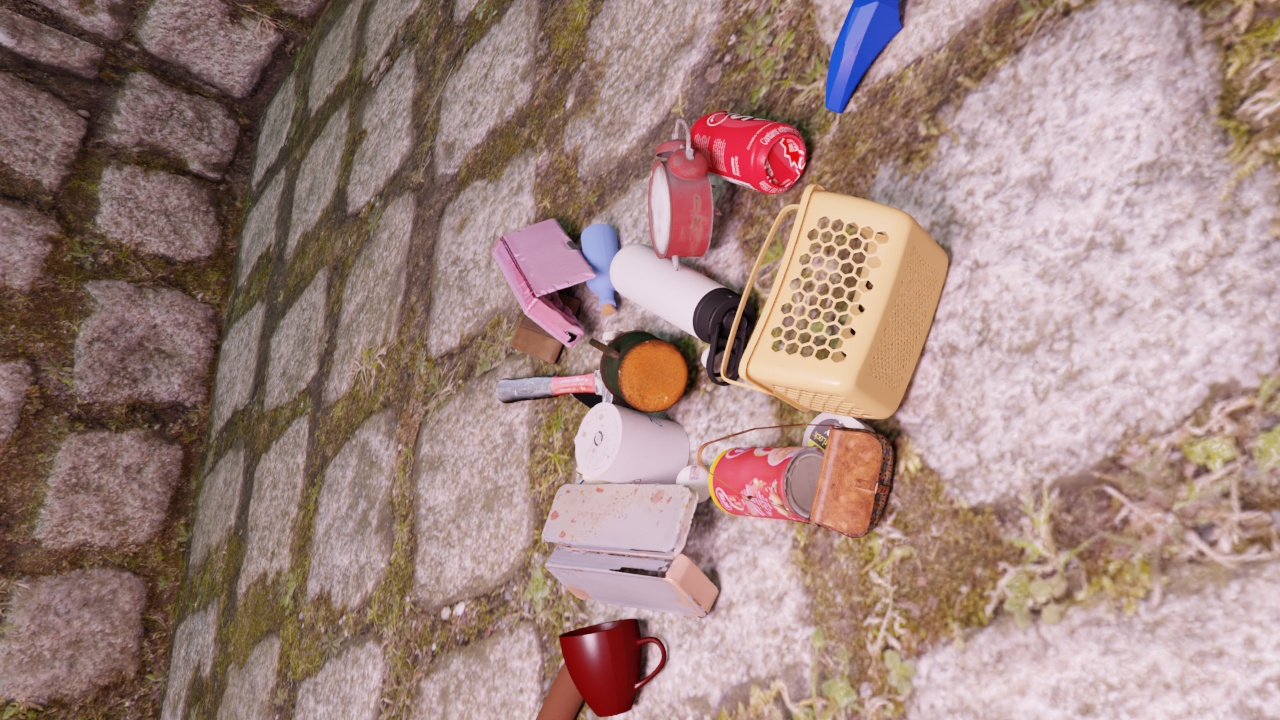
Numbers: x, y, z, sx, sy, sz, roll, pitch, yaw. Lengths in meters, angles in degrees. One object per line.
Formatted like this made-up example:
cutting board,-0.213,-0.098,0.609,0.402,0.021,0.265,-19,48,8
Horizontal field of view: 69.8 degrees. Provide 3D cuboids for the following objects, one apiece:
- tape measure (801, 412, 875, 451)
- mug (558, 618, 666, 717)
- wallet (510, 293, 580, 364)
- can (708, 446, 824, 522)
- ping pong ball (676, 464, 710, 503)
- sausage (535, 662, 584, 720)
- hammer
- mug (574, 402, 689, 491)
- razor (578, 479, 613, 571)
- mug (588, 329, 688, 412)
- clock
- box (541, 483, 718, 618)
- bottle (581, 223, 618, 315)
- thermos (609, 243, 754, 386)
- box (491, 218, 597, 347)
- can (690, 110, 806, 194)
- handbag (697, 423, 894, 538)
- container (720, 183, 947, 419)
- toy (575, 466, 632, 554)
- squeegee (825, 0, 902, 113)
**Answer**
tape measure,0.180,0.075,0.851,0.064,0.016,0.065,41,108,52
mug,-0.024,0.325,0.972,0.114,0.087,0.088,-15,79,19
wallet,-0.137,-0.051,1.315,0.121,0.027,0.098,20,87,55
can,0.123,0.113,0.852,0.125,0.066,0.066,-10,67,61
ping pong ball,0.058,0.130,0.968,0.040,0.040,0.040,-26,56,45
sausage,-0.094,0.403,1.052,0.040,0.040,0.156,40,107,52
hammer,-0.110,0.044,1.216,0.327,0.036,0.140,-6,85,56
mug,-0.020,0.098,1.036,0.120,0.096,0.083,-1,74,52
razor,-0.058,0.200,1.108,0.044,0.018,0.140,-50,41,27
mug,-0.007,0.006,1.029,0.085,0.111,0.081,-60,19,-1
clock,0.051,-0.188,1.025,0.109,0.062,0.157,-114,23,-60
box,-0.011,0.198,0.987,0.218,0.115,0.095,-7,37,47
bottle,-0.049,-0.116,1.208,0.048,0.048,0.131,-37,48,38
thermos,0.042,-0.059,1.055,0.230,0.068,0.101,35,116,52
box,-0.120,-0.123,1.243,0.107,0.099,0.232,-45,31,6
can,0.116,-0.233,1.019,0.142,0.074,0.074,34,103,53
handbag,0.132,0.091,0.756,0.043,0.195,0.093,10,86,60
container,0.163,-0.049,0.826,0.167,0.129,0.183,15,82,43
toy,-0.036,0.170,1.062,0.087,0.050,0.112,-29,71,43
squeegee,0.234,-0.342,0.930,0.249,0.055,0.185,52,128,49
